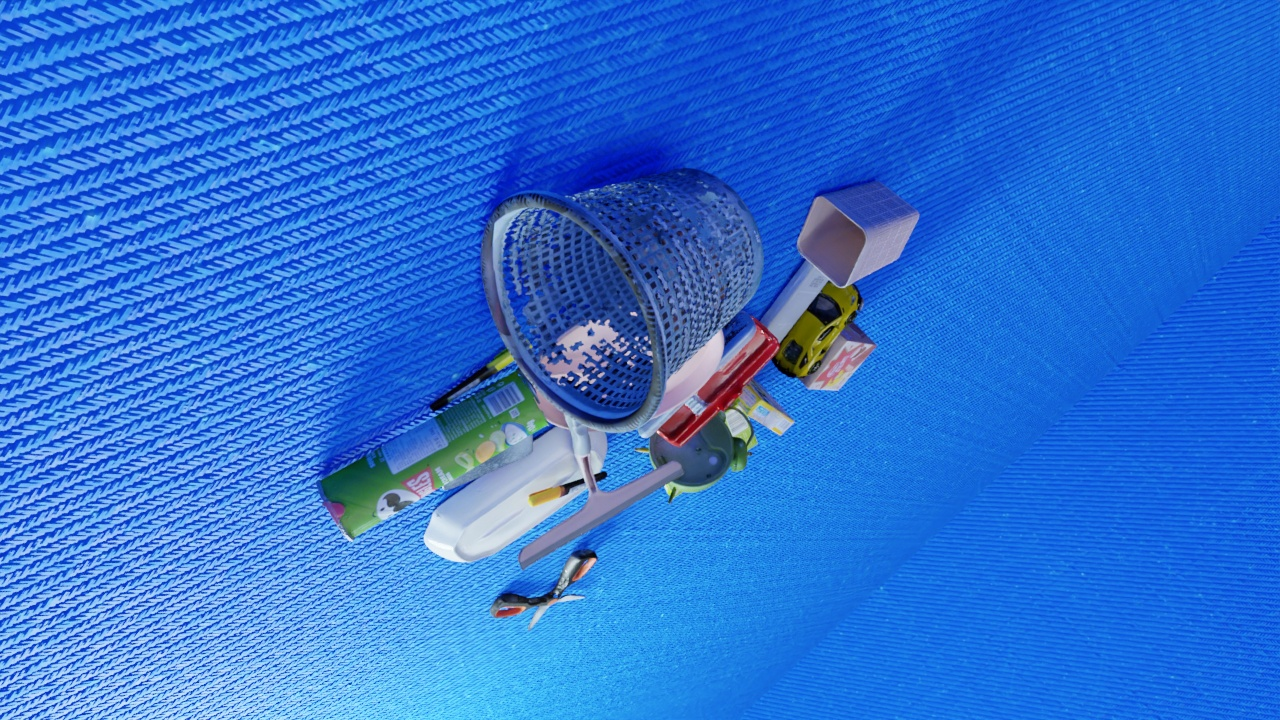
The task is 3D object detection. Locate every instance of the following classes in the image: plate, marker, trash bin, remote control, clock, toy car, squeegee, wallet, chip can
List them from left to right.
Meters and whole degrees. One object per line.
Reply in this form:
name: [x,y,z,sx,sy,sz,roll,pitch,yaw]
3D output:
chip can: [-0.211,0.095,0.947,0.235,0.072,0.072,-30,149,-12]
marker: [-0.167,0.015,0.955,0.124,0.015,0.018,-34,164,-3]
wallet: [-0.178,0.095,1.048,0.120,0.019,0.097,-24,145,-22]
plate: [-0.148,0.174,1.167,0.265,0.034,0.162,-34,150,-9]
marker: [-0.091,0.161,1.163,0.123,0.015,0.018,-15,140,-40]
squeegee: [-0.065,0.114,1.102,0.247,0.040,0.250,-28,141,-17]
plate: [-0.017,0.004,1.036,0.229,0.028,0.230,-13,144,-10]
trash bin: [-0.001,-0.076,0.843,0.194,0.226,0.227,-33,152,-37]
clock: [0.084,0.119,1.272,0.161,0.116,0.056,-28,160,-12]
remote control: [0.201,-0.076,1.227,0.058,0.021,0.150,1,132,-48]
toy car: [0.240,-0.046,1.263,0.041,0.071,0.156,3,128,-54]

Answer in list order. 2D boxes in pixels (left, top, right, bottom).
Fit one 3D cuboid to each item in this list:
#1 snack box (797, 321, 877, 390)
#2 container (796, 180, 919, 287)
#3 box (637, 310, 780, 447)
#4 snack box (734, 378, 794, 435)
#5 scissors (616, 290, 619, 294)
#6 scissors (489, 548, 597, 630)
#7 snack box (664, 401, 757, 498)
snack box: [0.269,-0.015,1.328,0.094,0.077,0.093,5,129,-50]
container: [0.270,-0.160,1.128,0.110,0.090,0.090,-23,146,-32]
box: [0.089,0.033,1.171,0.102,0.100,0.202,40,102,-22]
snack box: [0.159,0.053,1.290,0.034,0.087,0.140,-44,150,7]
scissors: [0.013,-0.076,1.011,0.180,0.019,0.170,19,116,-47]
scissors: [-0.143,0.366,1.450,0.221,0.021,0.233,-47,150,22]
snack box: [0.093,0.127,1.345,0.156,0.026,0.086,-32,121,-13]
